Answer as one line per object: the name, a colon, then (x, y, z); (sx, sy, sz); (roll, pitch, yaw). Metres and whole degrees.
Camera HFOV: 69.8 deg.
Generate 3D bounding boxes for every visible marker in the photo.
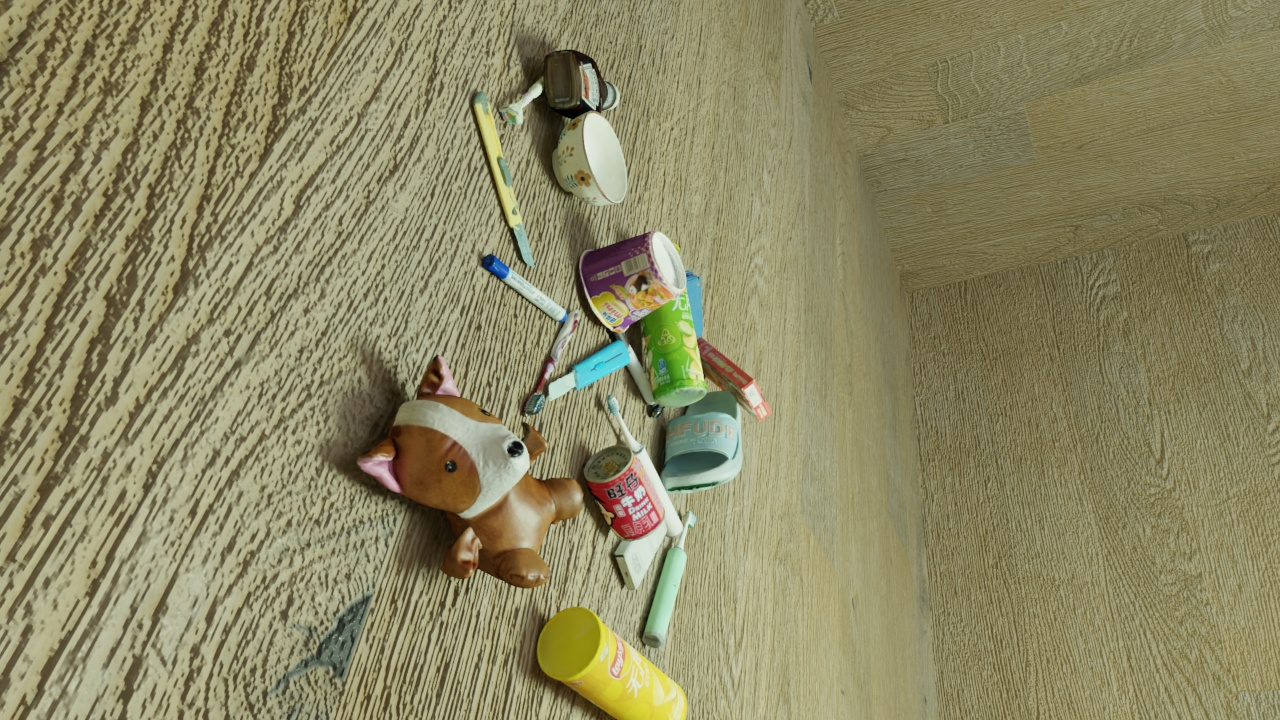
marker: (-0.120, -0.075, 0.979); (0.145, 0.017, 0.016); (38, 46, -55)
marker: (-0.007, 0.007, 1.188); (0.131, 0.018, 0.022); (62, 35, -31)

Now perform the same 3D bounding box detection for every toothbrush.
toothbrush: (0.040, 0.269, 1.163); (0.027, 0.027, 0.223); (45, 34, -16)
toothbrush: (-0.123, -0.320, 1.084); (0.029, 0.020, 0.189); (36, 35, -10)
toothbrush: (-0.092, -0.001, 1.005); (0.016, 0.017, 0.187); (64, 28, -30)
toothbrush: (0.003, 0.132, 1.141); (0.026, 0.027, 0.221); (-94, 162, -62)

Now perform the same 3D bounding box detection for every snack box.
snack box: (0.132, 0.027, 1.365); (0.153, 0.025, 0.075); (43, -12, 51)

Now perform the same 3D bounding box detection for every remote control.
remote control: (0.002, 0.220, 1.104); (0.049, 0.024, 0.124); (70, 26, -16)

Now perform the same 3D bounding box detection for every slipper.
slipper: (0.087, 0.099, 1.255); (0.244, 0.104, 0.074); (-66, 143, -60)

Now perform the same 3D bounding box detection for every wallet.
wallet: (0.056, -0.077, 1.343); (0.132, 0.040, 0.106); (-26, 111, -66)

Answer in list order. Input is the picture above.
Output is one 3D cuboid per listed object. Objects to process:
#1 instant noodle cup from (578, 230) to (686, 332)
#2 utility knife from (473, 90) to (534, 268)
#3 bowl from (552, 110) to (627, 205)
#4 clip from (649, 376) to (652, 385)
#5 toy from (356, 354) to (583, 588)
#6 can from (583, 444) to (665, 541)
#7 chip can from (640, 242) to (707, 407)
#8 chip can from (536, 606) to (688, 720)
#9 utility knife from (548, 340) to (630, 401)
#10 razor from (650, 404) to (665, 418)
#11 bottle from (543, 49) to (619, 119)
instant noodle cup: (-0.005, -0.103, 1.126); (0.111, 0.099, 0.111); (46, 31, -40)
utility knife: (-0.147, -0.192, 0.983); (0.030, 0.020, 0.195); (-30, 111, -59)
bowl: (-0.068, -0.240, 1.114); (0.113, 0.062, 0.113); (38, 47, -57)
clip: (0.038, 0.013, 1.287); (0.104, 0.081, 0.035); (-34, 112, -45)
toy: (-0.133, 0.099, 0.757); (0.199, 0.131, 0.139); (53, 39, -26)
can: (-0.019, 0.149, 1.037); (0.094, 0.067, 0.066); (64, 28, -29)
chip can: (0.035, -0.048, 1.214); (0.072, 0.073, 0.221); (28, 48, -60)
chip can: (-0.024, 0.326, 0.941); (0.213, 0.072, 0.071); (54, 34, -45)
utility knife: (-0.060, 0.013, 1.071); (0.206, 0.018, 0.034); (-32, 109, -63)
razor: (0.042, 0.049, 1.275); (0.022, 0.043, 0.142); (37, 29, 9)
bottle: (-0.069, -0.343, 1.161); (0.194, 0.044, 0.080); (-34, 120, -72)
